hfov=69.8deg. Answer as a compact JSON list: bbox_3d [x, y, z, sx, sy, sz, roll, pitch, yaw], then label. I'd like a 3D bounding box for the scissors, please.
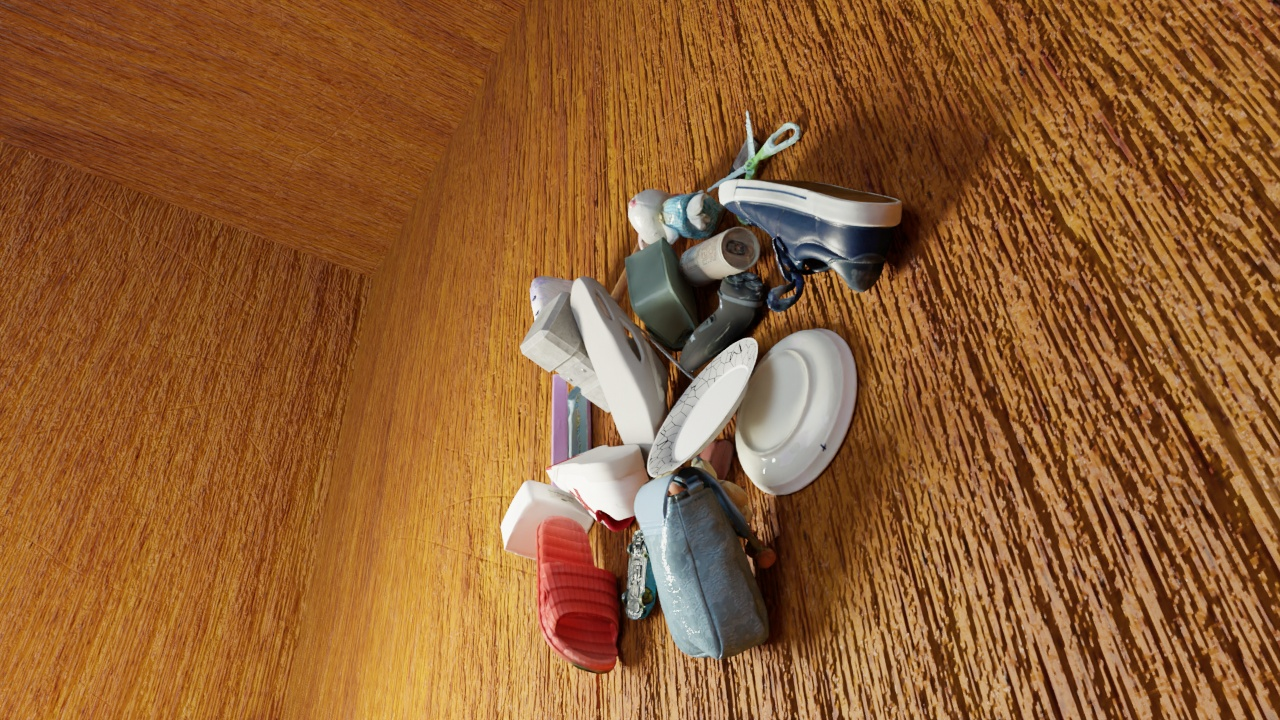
[{"bbox_3d":[0.146,-0.255,1.195,0.173,0.021,0.171,-26,59,51],"label":"scissors"}]

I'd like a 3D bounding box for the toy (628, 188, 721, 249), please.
[{"bbox_3d":[0.036,-0.192,1.258,0.205,0.105,0.131,-175,101,-72],"label":"toy"}]

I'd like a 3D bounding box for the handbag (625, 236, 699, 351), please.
[{"bbox_3d":[0.030,-0.086,1.211,0.067,0.106,0.121,-27,42,17],"label":"handbag"}]

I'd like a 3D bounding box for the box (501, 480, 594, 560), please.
[{"bbox_3d":[-0.137,0.226,1.310,0.102,0.107,0.091,-61,23,15],"label":"box"}]

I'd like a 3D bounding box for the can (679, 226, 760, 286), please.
[{"bbox_3d":[0.096,-0.128,1.148,0.136,0.054,0.054,-12,60,69],"label":"can"}]

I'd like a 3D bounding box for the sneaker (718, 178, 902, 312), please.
[{"bbox_3d":[0.167,-0.133,1.003,0.294,0.120,0.127,-141,51,-61],"label":"sneaker"}]

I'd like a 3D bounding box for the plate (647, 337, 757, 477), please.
[{"bbox_3d":[0.073,0.056,1.021,0.189,0.016,0.188,-50,11,14],"label":"plate"}]

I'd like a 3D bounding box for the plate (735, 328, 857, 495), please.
[{"bbox_3d":[0.150,0.048,0.955,0.183,0.034,0.182,-44,35,42],"label":"plate"}]

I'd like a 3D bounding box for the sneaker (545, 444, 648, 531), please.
[{"bbox_3d":[-0.052,0.172,1.205,0.237,0.090,0.104,-16,93,64],"label":"sneaker"}]

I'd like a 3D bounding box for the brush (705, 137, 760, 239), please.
[{"bbox_3d":[0.122,-0.233,1.243,0.151,0.012,0.039,-64,26,13],"label":"brush"}]

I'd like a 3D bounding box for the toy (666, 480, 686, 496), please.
[{"bbox_3d":[0.050,0.193,1.014,0.095,0.065,0.127,-47,38,35],"label":"toy"}]

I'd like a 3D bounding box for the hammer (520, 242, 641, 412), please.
[{"bbox_3d":[-0.031,-0.099,1.334,0.083,0.162,0.316,-32,27,52],"label":"hammer"}]

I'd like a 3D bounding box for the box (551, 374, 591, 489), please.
[{"bbox_3d":[-0.112,0.121,1.403,0.078,0.065,0.213,116,158,-45],"label":"box"}]

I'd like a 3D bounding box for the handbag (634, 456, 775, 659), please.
[{"bbox_3d":[0.071,0.192,0.910,0.192,0.118,0.122,70,158,9],"label":"handbag"}]

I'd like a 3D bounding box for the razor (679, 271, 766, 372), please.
[{"bbox_3d":[0.093,-0.046,1.093,0.141,0.063,0.053,-47,24,17],"label":"razor"}]

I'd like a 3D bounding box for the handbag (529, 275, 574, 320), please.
[{"bbox_3d":[-0.109,-0.068,1.445,0.069,0.126,0.158,-56,27,21],"label":"handbag"}]

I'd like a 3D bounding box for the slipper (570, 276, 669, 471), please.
[{"bbox_3d":[-0.007,0.007,1.183,0.265,0.080,0.113,65,153,13],"label":"slipper"}]

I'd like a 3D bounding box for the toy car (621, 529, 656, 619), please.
[{"bbox_3d":[0.005,0.254,1.091,0.048,0.032,0.105,-21,59,57],"label":"toy car"}]

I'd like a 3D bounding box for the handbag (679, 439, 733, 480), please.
[{"bbox_3d":[0.068,0.117,1.082,0.120,0.029,0.055,-4,66,68],"label":"handbag"}]

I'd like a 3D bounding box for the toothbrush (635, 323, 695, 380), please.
[{"bbox_3d":[0.043,0.007,1.140,0.181,0.010,0.010,44,114,36],"label":"toothbrush"}]

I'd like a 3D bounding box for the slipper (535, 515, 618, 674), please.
[{"bbox_3d":[-0.079,0.278,1.156,0.059,0.103,0.248,-60,30,27],"label":"slipper"}]
